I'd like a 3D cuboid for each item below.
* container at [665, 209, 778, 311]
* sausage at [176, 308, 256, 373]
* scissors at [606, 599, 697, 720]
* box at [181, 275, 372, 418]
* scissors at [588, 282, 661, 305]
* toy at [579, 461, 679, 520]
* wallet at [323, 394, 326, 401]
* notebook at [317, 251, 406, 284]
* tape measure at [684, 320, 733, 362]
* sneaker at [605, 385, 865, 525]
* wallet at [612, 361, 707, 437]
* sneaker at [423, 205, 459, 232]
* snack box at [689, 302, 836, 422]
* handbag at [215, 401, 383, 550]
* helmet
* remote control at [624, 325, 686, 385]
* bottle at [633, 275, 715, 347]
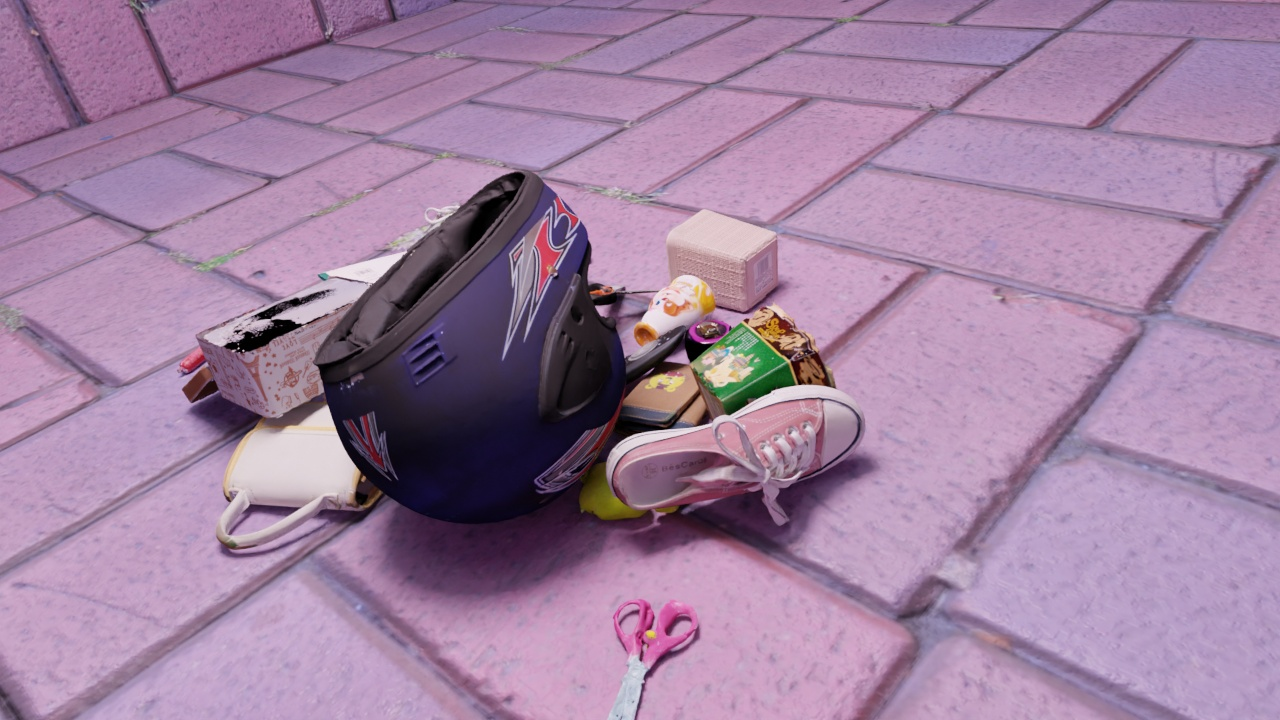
[{"bbox_3d":[0.104,-0.120,1.126,0.111,0.090,0.090,22,44,34],"label":"container"},{"bbox_3d":[-0.560,-0.028,1.225,0.020,0.020,0.155,5,35,22],"label":"sausage"},{"bbox_3d":[-0.011,0.229,0.683,0.073,0.017,0.136,9,41,26],"label":"scissors"},{"bbox_3d":[-0.407,-0.015,1.039,0.260,0.110,0.178,12,34,44],"label":"box"},{"bbox_3d":[-0.060,-0.084,1.087,0.234,0.022,0.221,-1,8,-4],"label":"scissors"},{"bbox_3d":[-0.008,0.117,0.838,0.100,0.031,0.097,-24,37,-22],"label":"toy"},{"bbox_3d":[-0.265,0.031,0.979,0.115,0.024,0.087,-13,-6,30],"label":"wallet"},{"bbox_3d":[-0.263,-0.074,1.111,0.209,0.012,0.150,31,33,25],"label":"notebook"},{"bbox_3d":[0.077,-0.021,1.019,0.057,0.039,0.057,-13,33,-6],"label":"tape measure"},{"bbox_3d":[0.093,0.085,0.781,0.240,0.118,0.088,-11,19,-15],"label":"sneaker"},{"bbox_3d":[0.031,0.042,0.946,0.090,0.033,0.115,9,33,29],"label":"wallet"},{"bbox_3d":[-0.257,-0.181,1.313,0.090,0.091,0.241,10,38,30],"label":"sneaker"},{"bbox_3d":[0.117,0.029,0.883,0.105,0.117,0.118,-28,32,-5],"label":"snack box"},{"bbox_3d":[-0.337,0.114,0.912,0.163,0.063,0.178,0,37,18],"label":"handbag"},{"bbox_3d":[-0.129,0.003,0.844,0.248,0.240,0.314,-14,34,40],"label":"helmet"},{"bbox_3d":[-0.006,0.006,0.987,0.136,0.024,0.053,-31,10,10],"label":"remote control"},{"bbox_3d":[0.038,-0.052,1.057,0.063,0.063,0.108,17,41,35],"label":"bottle"}]
